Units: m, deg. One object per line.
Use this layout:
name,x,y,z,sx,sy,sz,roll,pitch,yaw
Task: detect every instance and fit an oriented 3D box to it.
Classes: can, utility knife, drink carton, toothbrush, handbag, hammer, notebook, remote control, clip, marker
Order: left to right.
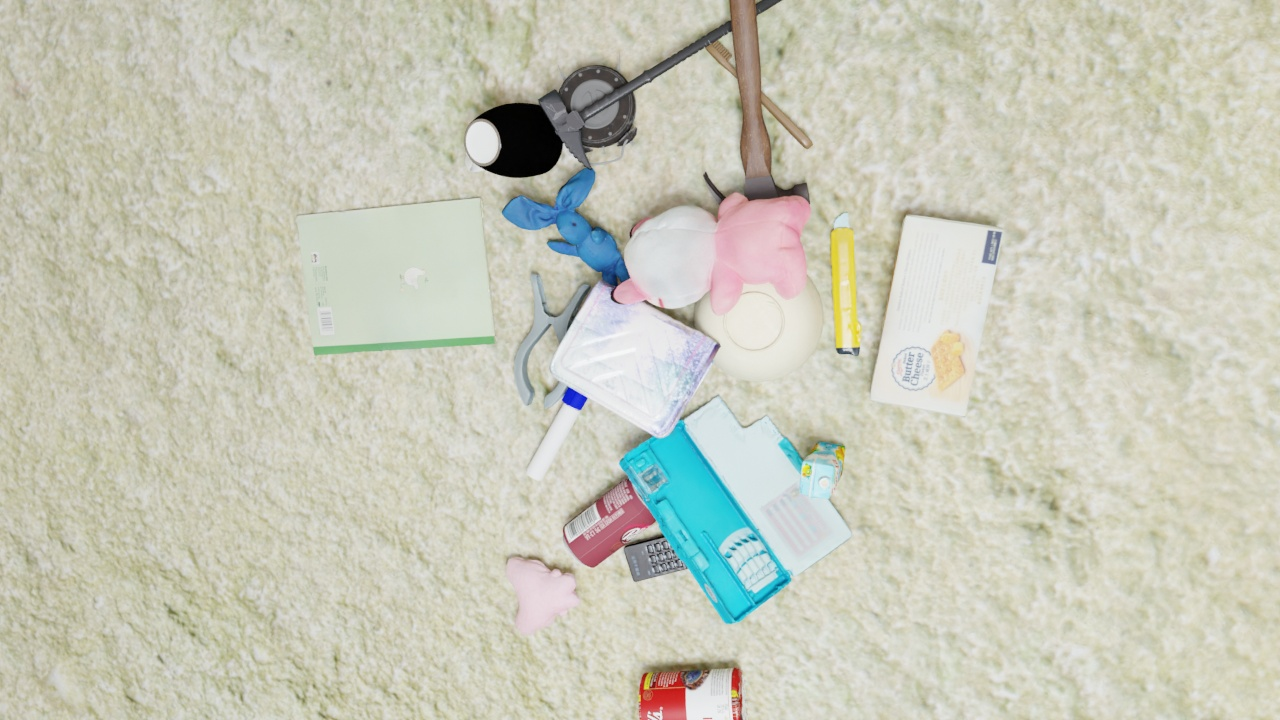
notebook,-0.309,-0.103,1.155,0.253,0.010,0.182,-4,96,12
marker,-0.101,0.086,1.126,0.023,0.027,0.133,40,105,42
clip,-0.095,-0.018,1.113,0.107,0.028,0.163,9,98,9
can,-0.036,0.195,1.106,0.114,0.063,0.063,-39,88,13
handbag,-0.007,-0.001,1.029,0.158,0.069,0.126,30,89,5
hammer,0.048,-0.333,1.024,0.325,0.015,0.095,-31,95,2
remote control,0.057,0.228,1.114,0.150,0.022,0.047,-16,92,11
can,0.064,0.416,1.100,0.116,0.086,0.086,-7,95,13
hammer,0.117,-0.312,1.003,0.115,0.033,0.323,-4,108,12
toothbrush,0.135,-0.301,1.038,0.016,0.016,0.167,-44,86,6
drink carton,0.202,0.120,1.016,0.039,0.128,0.044,9,98,17
utility knife,0.234,-0.086,1.043,0.030,0.017,0.163,-3,97,7

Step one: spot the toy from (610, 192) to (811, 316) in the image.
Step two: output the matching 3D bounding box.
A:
toy,0.075,-0.120,0.994,0.213,0.084,0.141,-4,60,23

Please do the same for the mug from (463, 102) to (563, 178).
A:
mug,-0.163,-0.245,1.057,0.119,0.100,0.085,-20,93,33

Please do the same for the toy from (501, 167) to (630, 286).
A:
toy,-0.063,-0.145,1.065,0.113,0.070,0.176,-39,97,24

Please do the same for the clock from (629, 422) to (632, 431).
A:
clock,-0.007,0.006,1.086,0.096,0.048,0.137,-24,93,13

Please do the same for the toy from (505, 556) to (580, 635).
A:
toy,-0.119,0.289,1.139,0.096,0.052,0.099,-12,89,20

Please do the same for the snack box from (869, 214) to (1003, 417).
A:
snack box,0.322,-0.050,1.008,0.104,0.057,0.208,10,98,10

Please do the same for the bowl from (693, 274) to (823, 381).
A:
bowl,0.130,-0.045,1.039,0.151,0.075,0.151,1,96,12

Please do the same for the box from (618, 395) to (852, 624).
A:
box,0.109,0.163,1.071,0.185,0.056,0.227,-32,80,-14

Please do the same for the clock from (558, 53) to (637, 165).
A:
clock,-0.049,-0.287,1.062,0.091,0.043,0.123,-9,95,6
